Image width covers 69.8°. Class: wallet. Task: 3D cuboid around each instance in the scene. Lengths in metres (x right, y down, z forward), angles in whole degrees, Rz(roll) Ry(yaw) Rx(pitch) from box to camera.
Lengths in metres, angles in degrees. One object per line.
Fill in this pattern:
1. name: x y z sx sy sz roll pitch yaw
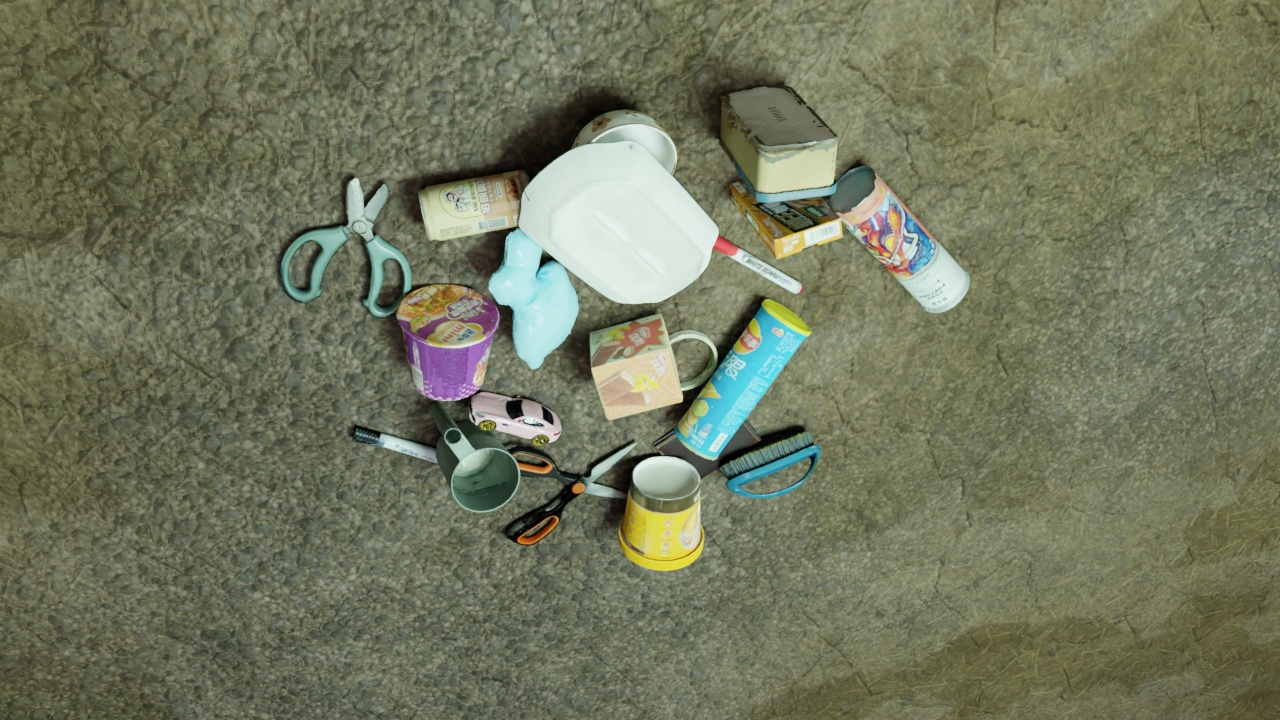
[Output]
1. wallet: 0.093 0.112 1.261 0.122 0.020 0.096 -35 120 10

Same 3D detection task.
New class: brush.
1. brush: 0.186 0.151 1.271 0.143 0.073 0.055 -21 166 -11

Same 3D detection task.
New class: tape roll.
1. tape roll: 0.057 0.000 1.179 0.085 0.014 0.086 -7 124 -11

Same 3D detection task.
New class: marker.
1. marker: -0.298 0.109 1.151 0.130 0.018 0.023 22 123 -26
2. marker: 0.143 -0.116 1.123 0.145 0.017 0.017 25 113 -28

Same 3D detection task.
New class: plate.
1. plate: -0.015 -0.135 1.006 0.162 0.034 0.265 -31 143 17

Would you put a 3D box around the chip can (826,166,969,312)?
1. chip can: 0.316 -0.145 1.119 0.071 0.071 0.214 -44 122 15

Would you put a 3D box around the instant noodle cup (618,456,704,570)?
1. instant noodle cup: 0.030 0.202 1.243 0.118 0.118 0.115 -5 123 -12

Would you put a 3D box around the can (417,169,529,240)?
1. can: -0.173 -0.165 0.976 0.116 0.058 0.059 -12 125 -8

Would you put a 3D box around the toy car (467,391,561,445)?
1. toy car: -0.154 0.068 1.140 0.122 0.056 0.037 17 120 -25

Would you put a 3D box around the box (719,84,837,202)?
1. box: 0.141 -0.225 0.948 0.090 0.184 0.062 -7 128 -5

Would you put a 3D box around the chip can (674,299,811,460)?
1. chip can: 0.128 0.026 1.174 0.071 0.071 0.211 24 111 -28

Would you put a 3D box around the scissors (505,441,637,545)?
1. scissors: -0.106 0.170 1.246 0.234 0.021 0.221 -42 128 13

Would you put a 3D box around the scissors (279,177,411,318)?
1. scissors: -0.326 -0.118 0.990 0.172 0.019 0.177 -6 126 -11

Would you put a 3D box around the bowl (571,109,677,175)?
1. bowl: -0.024 -0.221 0.970 0.113 0.062 0.114 -14 145 -10

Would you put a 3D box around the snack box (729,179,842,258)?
1. snack box: 0.157 -0.165 1.009 0.075 0.153 0.026 -18 126 -4

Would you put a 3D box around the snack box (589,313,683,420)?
1. snack box: -0.007 0.006 1.106 0.094 0.092 0.077 -15 119 4

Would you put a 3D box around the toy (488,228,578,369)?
1. toy: -0.116 -0.072 1.047 0.156 0.050 0.161 18 93 -51

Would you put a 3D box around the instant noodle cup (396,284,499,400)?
1. instant noodle cup: -0.217 -0.016 1.041 0.111 0.111 0.099 -3 133 -14

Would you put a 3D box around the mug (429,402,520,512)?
1. mug: -0.211 0.112 1.117 0.083 0.103 0.124 -35 117 -10
